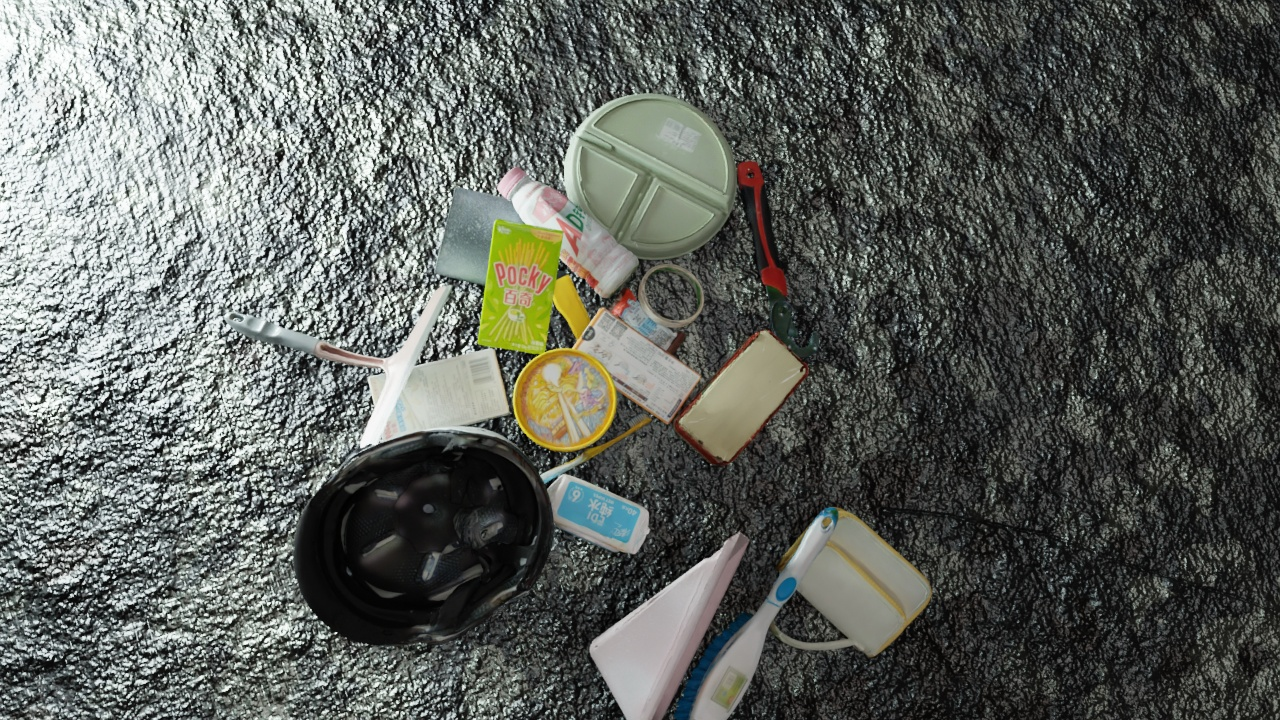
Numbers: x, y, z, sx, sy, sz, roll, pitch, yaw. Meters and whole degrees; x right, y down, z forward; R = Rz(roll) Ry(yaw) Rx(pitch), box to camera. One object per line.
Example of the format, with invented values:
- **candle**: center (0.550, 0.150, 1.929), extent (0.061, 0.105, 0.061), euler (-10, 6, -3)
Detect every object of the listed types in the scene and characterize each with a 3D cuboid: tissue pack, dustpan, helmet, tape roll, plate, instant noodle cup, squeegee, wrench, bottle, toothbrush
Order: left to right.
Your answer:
- **squeegee**: center (-0.385, -0.017, 1.114), extent (0.250, 0.040, 0.247), euler (15, 58, 6)
- **helmet**: center (-0.231, 0.183, 1.027), extent (0.274, 0.157, 0.230), euler (-26, 95, 0)
- **instant noodle cup**: center (-0.091, 0.052, 1.099), extent (0.118, 0.114, 0.118), euler (1, 82, -5)
- **bottle**: center (-0.093, -0.165, 1.153), extent (0.197, 0.068, 0.068), euler (42, 80, 1)
- **toothbrush**: center (-0.071, 0.116, 1.143), extent (0.191, 0.016, 0.018), euler (-29, 75, -9)
- **tissue pack**: center (-0.057, 0.185, 1.096), extent (0.140, 0.090, 0.063), euler (24, 79, -3)
- **plate**: center (0.015, -0.245, 1.199), extent (0.230, 0.027, 0.230), euler (1, 82, -6)
- **tape roll**: center (0.039, -0.083, 1.170), extent (0.085, 0.014, 0.085), euler (7, 66, -16)
- **dustpan**: center (0.056, 0.325, 1.029), extent (0.273, 0.222, 0.139), euler (-37, 74, 3)
- **wrench**: center (0.173, -0.133, 1.203), extent (0.056, 0.016, 0.273), euler (-15, 84, -10)

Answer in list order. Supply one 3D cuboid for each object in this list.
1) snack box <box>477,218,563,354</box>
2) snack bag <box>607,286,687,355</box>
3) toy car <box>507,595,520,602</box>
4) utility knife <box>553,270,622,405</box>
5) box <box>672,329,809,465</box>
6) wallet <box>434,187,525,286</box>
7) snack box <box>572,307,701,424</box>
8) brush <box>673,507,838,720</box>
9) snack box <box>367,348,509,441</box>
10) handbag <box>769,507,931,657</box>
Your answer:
- **snack box**: center (-0.148, -0.089, 1.127), extent (0.086, 0.026, 0.156), euler (10, 106, -4)
- **snack bag**: center (0.006, -0.046, 1.168), extent (0.104, 0.026, 0.048), euler (37, 88, -1)
- **toy car**: center (-0.162, 0.246, 1.104), extent (0.043, 0.034, 0.090), euler (-4, 69, -3)
- **utility knife**: center (-0.070, -0.029, 1.164), extent (0.033, 0.015, 0.195), euler (-25, 87, -4)
- **box**: center (0.124, 0.045, 1.140), extent (0.091, 0.080, 0.168), euler (42, 79, 1)
- **wallet**: center (-0.201, -0.155, 1.169), extent (0.097, 0.019, 0.120), euler (13, 79, -6)
- **snack box**: center (-0.007, 0.007, 1.143), extent (0.153, 0.026, 0.075), euler (35, 91, -8)
- **brush**: center (0.140, 0.310, 1.087), extent (0.060, 0.109, 0.314), euler (32, 80, 2)
- **snack box**: center (-0.247, 0.044, 1.129), extent (0.156, 0.027, 0.084), euler (-14, 84, -8)
- **handbag**: center (0.246, 0.291, 1.129), extent (0.163, 0.063, 0.178), euler (43, 83, 3)
